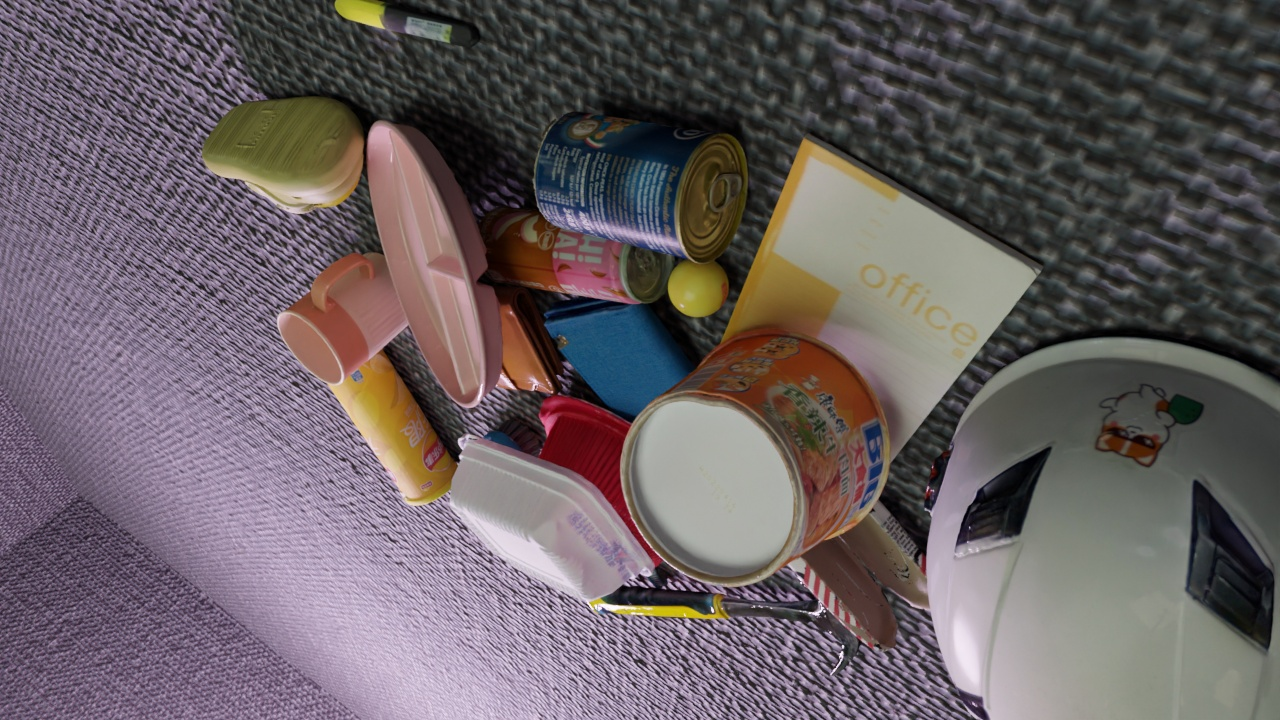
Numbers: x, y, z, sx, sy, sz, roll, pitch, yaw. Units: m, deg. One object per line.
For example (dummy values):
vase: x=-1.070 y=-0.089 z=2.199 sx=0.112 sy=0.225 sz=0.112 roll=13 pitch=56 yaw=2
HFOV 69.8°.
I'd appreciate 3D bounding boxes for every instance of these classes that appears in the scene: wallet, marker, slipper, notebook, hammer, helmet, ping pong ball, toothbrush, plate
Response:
wallet: x=-0.132 y=-0.021 z=0.815 sx=0.132 sy=0.031 sz=0.108 roll=8 pitch=131 yaw=41
marker: x=-0.161 y=-0.235 z=0.632 sx=0.124 sy=0.015 sz=0.018 roll=21 pitch=141 yaw=23
slipper: x=-0.292 y=-0.172 z=0.780 sx=0.191 sy=0.091 sz=0.081 roll=17 pitch=162 yaw=34
wallet: x=-0.004 y=0.004 z=0.705 sx=0.107 sy=0.040 sz=0.133 roll=-5 pitch=131 yaw=46
notebook: x=0.131 y=-0.025 z=0.568 sx=0.146 sy=0.010 sz=0.207 roll=34 pitch=144 yaw=13
hammer: x=0.067 y=0.235 z=0.871 sx=0.324 sy=0.031 sz=0.126 roll=-11 pitch=119 yaw=45
helmet: x=0.253 y=0.138 z=0.494 sx=0.230 sy=0.156 sz=0.274 roll=14 pitch=136 yaw=34
ping pong ball: x=0.038 y=-0.049 z=0.608 sx=0.040 sy=0.040 sz=0.040 roll=26 pitch=142 yaw=22
toothbrush: x=-0.028 y=0.158 z=0.913 sx=0.018 sy=0.016 sz=0.191 roll=-19 pitch=113 yaw=41
plate: x=-0.161 y=-0.074 z=0.718 sx=0.229 sy=0.028 sz=0.230 roll=45 pitch=146 yaw=41

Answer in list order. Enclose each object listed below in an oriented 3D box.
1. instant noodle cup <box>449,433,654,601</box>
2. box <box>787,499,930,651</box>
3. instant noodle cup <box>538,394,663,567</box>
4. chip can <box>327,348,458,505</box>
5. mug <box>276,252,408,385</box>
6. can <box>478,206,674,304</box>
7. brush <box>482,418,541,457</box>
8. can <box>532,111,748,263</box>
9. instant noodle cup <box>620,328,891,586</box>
instant noodle cup: x=-0.086 y=0.137 z=0.763 sx=0.174 sy=0.060 sz=0.138 roll=11 pitch=144 yaw=43
box: x=0.156 y=0.127 z=0.667 sx=0.088 sy=0.076 sz=0.163 roll=-41 pitch=93 yaw=27
instant noodle cup: x=-0.026 y=0.117 z=0.797 sx=0.194 sy=0.065 sz=0.194 roll=31 pitch=155 yaw=16
chip can: x=-0.277 y=0.058 z=1.005 sx=0.072 sy=0.071 sz=0.213 roll=3 pitch=128 yaw=43
mug: x=-0.269 y=-0.051 z=0.849 sx=0.082 sy=0.105 sz=0.115 roll=32 pitch=144 yaw=15
can: x=-0.050 y=-0.076 z=0.650 sx=0.147 sy=0.057 sz=0.058 roll=12 pitch=135 yaw=37
brush: x=-0.153 y=0.113 z=0.937 sx=0.055 sy=0.073 sz=0.144 roll=46 pitch=146 yaw=3
can: x=-0.002 y=-0.107 z=0.556 sx=0.111 sy=0.075 sz=0.075 roll=18 pitch=138 yaw=32
instant noodle cup: x=0.065 y=0.063 z=0.573 sx=0.151 sy=0.111 sz=0.151 roll=9 pitch=108 yaw=31
